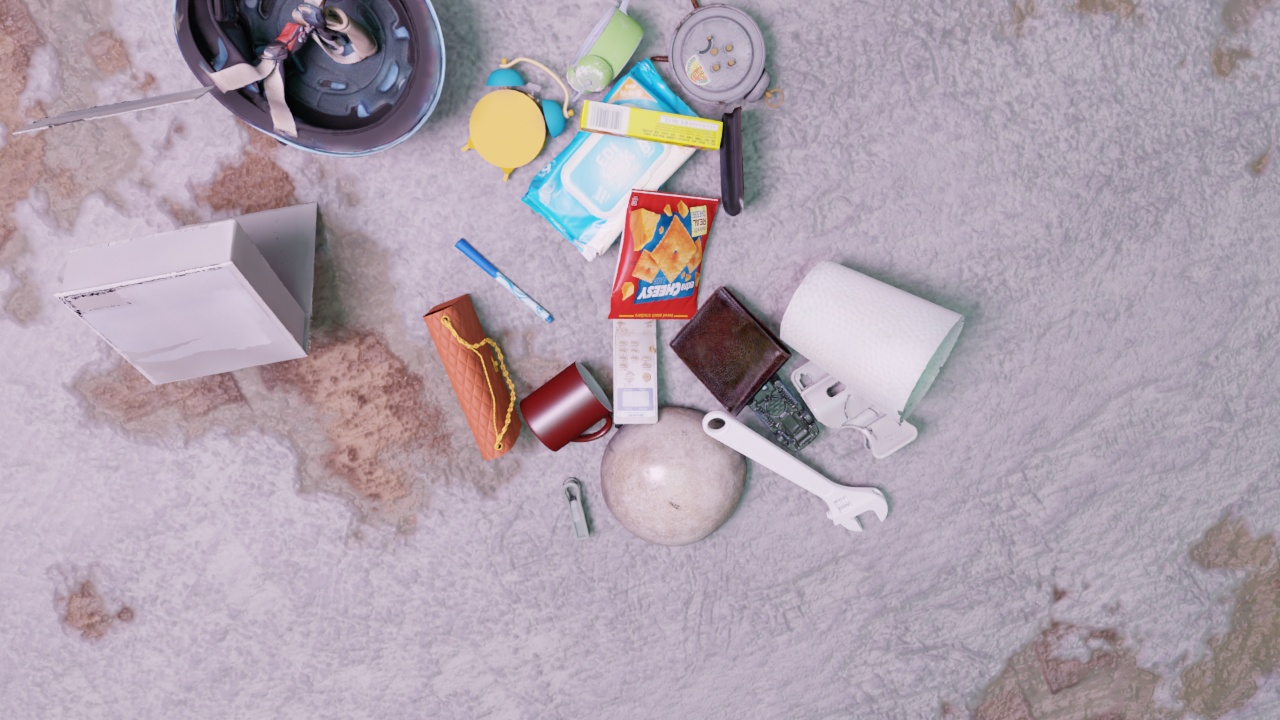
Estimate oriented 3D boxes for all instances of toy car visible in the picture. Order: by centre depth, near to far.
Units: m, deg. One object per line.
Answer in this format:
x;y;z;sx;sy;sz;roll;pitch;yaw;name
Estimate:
0.160;0.055;1.091;0.056;0.043;0.120;-40;102;7;toy car

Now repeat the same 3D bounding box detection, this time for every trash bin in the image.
0.250;-0.029;1.012;0.161;0.133;0.133;32;101;22;trash bin

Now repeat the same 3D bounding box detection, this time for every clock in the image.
-0.039;-0.328;0.981;0.042;0.094;0.119;34;94;-18;clock
0.094;-0.324;1.002;0.148;0.056;0.104;33;100;-6;clock
-0.138;-0.268;1.017;0.099;0.043;0.130;36;106;-8;clock

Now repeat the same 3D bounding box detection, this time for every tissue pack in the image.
-0.025;-0.221;1.019;0.117;0.066;0.209;41;96;-9;tissue pack

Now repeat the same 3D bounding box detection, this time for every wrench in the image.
0.185;0.131;1.092;0.273;0.018;0.066;31;117;-19;wrench

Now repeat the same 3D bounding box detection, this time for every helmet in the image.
-0.315;-0.328;0.934;0.265;0.166;0.226;35;101;-6;helmet

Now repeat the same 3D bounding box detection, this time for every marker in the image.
-0.158;-0.092;1.069;0.142;0.013;0.013;41;98;-9;marker

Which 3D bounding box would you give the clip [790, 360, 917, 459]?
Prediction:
0.265;0.044;1.087;0.125;0.075;0.144;-32;91;8;clip

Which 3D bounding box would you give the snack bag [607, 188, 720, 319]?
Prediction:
0.026;-0.116;1.031;0.130;0.039;0.144;-2;110;-38;snack bag

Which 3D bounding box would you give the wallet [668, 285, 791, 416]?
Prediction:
0.102;-0.012;1.056;0.120;0.031;0.099;47;110;20;wallet

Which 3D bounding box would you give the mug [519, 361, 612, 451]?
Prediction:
-0.079;0.063;1.081;0.082;0.073;0.106;-36;130;6;mug

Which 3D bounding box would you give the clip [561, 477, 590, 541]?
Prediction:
-0.079;0.181;1.122;0.023;0.045;0.076;-13;100;-1;clip

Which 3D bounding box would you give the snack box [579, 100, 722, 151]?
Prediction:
0.011;-0.246;0.963;0.148;0.040;0.029;7;98;-7;snack box

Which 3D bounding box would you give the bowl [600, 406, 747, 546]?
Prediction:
0.038;0.150;1.084;0.178;0.081;0.178;1;107;2;bowl

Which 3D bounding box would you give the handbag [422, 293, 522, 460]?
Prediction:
-0.185;0.016;1.042;0.060;0.108;0.172;-20;102;3;handbag

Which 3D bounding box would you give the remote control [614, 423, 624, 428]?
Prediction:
0.039;0.093;1.115;0.140;0.009;0.030;22;101;-6;remote control

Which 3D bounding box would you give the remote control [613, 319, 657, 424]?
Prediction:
-0.006;0.006;1.070;0.050;0.011;0.135;-1;81;-1;remote control

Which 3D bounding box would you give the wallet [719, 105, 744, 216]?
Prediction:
0.100;-0.218;1.008;0.026;0.089;0.115;-1;101;6;wallet

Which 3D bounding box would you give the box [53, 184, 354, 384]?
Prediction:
-0.440;-0.112;0.996;0.167;0.379;0.172;-10;119;0;box
